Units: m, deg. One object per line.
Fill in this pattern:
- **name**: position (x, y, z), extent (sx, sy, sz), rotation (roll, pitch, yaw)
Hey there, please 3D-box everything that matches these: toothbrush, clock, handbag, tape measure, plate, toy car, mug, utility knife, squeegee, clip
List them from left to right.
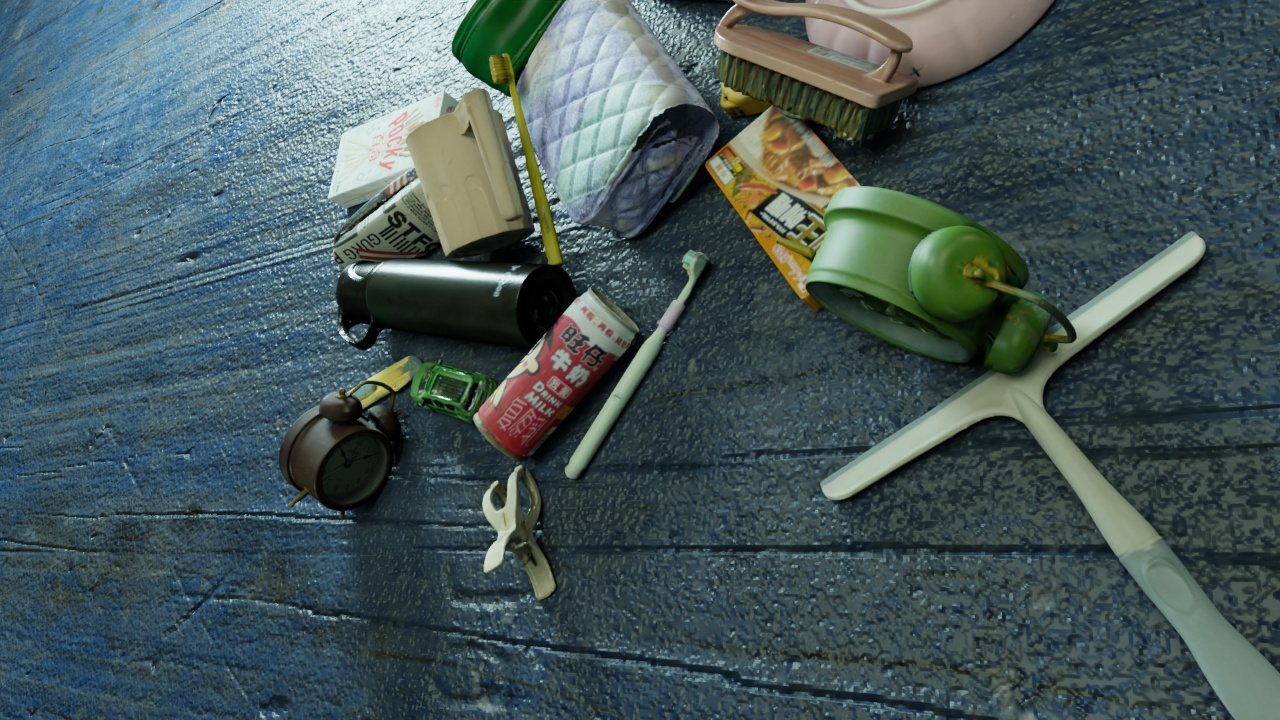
- **clock**: position (-0.248, 0.071, 0.773), extent (0.055, 0.082, 0.122), rotation (26, 87, 36)
- **utility knife**: position (-0.263, 0.040, 0.846), extent (0.178, 0.019, 0.031), rotation (-32, 48, 25)
- **toy car**: position (-0.159, 0.024, 0.761), extent (0.091, 0.036, 0.043), rotation (10, 77, 42)
- **mug**: position (-0.133, -0.150, 0.754), extent (0.125, 0.084, 0.103), rotation (-18, 90, 64)
- **clip**: position (-0.093, 0.120, 0.663), extent (0.034, 0.060, 0.097), rotation (-33, 43, 19)
- **toothbrush**: position (-0.093, -0.164, 0.745), extent (0.016, 0.016, 0.190), rotation (139, 118, -67)
- **handbag**: position (-0.102, -0.301, 0.826), extent (0.068, 0.120, 0.131), rotation (40, 98, -3)
- **handbag**: position (-0.024, -0.200, 0.735), extent (0.134, 0.075, 0.193), rotation (-52, 48, 30)
- **toothbrush**: position (-0.004, 0.004, 0.670), extent (0.020, 0.029, 0.189), rotation (30, 90, 0)
- **tape measure**: position (0.087, -0.219, 0.699), extent (0.057, 0.029, 0.060), rotation (-3, 68, 34)
- **plate**: position (0.199, -0.281, 0.641), extent (0.193, 0.039, 0.192), rotation (-15, 61, 30)
- **clock**: position (0.160, -0.041, 0.504), extent (0.161, 0.116, 0.056), rotation (23, 85, 51)
- **squeegee**: position (0.237, 0.086, 0.445), extent (0.247, 0.039, 0.246), rotation (-38, 53, 16)

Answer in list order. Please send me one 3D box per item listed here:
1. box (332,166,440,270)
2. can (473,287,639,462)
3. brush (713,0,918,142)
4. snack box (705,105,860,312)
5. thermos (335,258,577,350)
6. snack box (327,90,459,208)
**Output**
- **box**: position (-0.224, -0.143, 0.864), extent (0.164, 0.074, 0.077), rotation (-31, 49, 24)
- **can**: position (-0.062, 0.010, 0.685), extent (0.133, 0.053, 0.053), rotation (-48, 50, 8)
- **brush**: position (0.113, -0.207, 0.625), extent (0.146, 0.063, 0.073), rotation (32, 132, 28)
- **snack box**: position (0.109, -0.111, 0.635), extent (0.075, 0.026, 0.153), rotation (-40, 52, 15)
- **thermos**: position (-0.168, -0.041, 0.776), extent (0.243, 0.068, 0.089), rotation (6, 66, 39)
- **snack box**: position (-0.256, -0.215, 0.947), extent (0.157, 0.027, 0.084), rotation (-11, 63, 33)
